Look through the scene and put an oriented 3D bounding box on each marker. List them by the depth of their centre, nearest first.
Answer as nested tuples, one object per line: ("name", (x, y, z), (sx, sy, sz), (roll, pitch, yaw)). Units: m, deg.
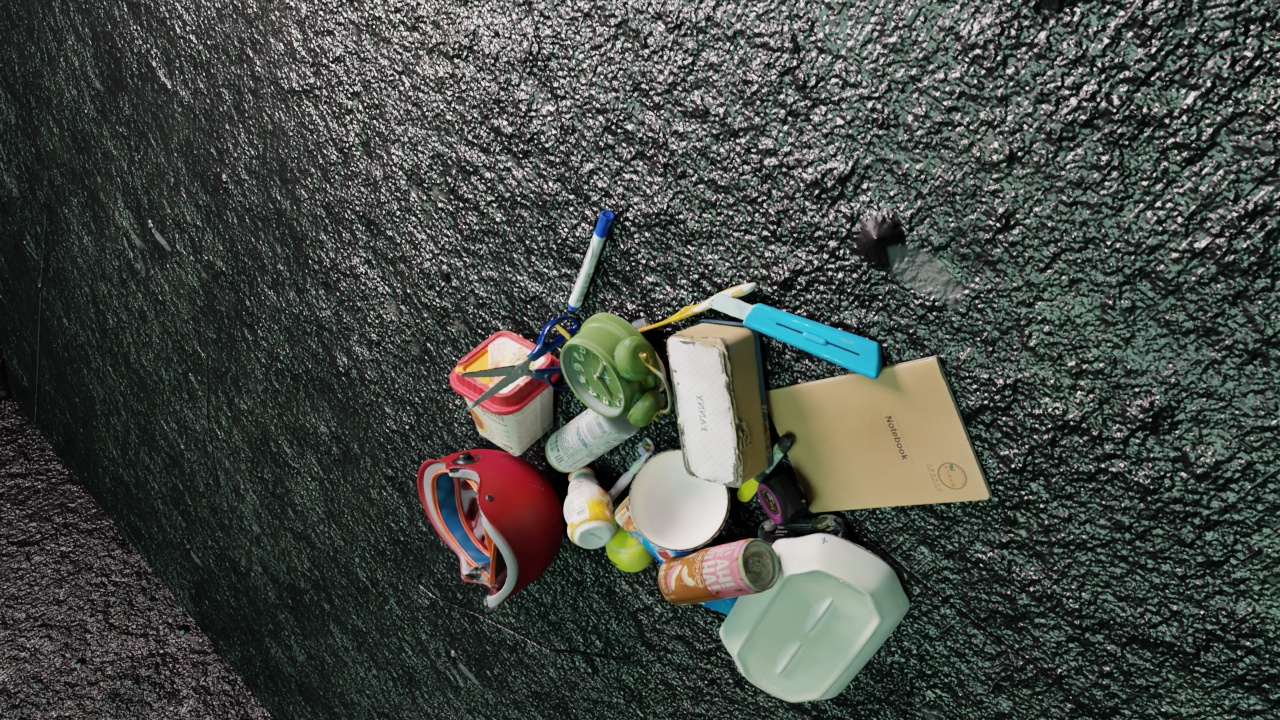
("marker", (0.138, 0.119, 1.011), (0.018, 0.015, 0.124), (46, 139, 17))
("marker", (-0.058, -0.112, 1.055), (0.017, 0.016, 0.146), (41, 135, 17))

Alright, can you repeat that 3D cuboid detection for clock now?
("clock", (-0.025, 0.014, 1.031), (0.161, 0.056, 0.116), (20, 137, 38))

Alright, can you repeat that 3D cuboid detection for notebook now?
("notebook", (0.228, 0.081, 0.917), (0.208, 0.008, 0.148), (-15, 103, 46))

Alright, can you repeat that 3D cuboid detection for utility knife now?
("utility knife", (0.149, -0.030, 0.901), (0.188, 0.018, 0.034), (23, 103, 26))

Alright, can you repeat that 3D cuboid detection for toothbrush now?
("toothbrush", (0.053, -0.057, 0.988), (0.192, 0.016, 0.018), (-20, 91, 47))
("toothbrush", (-0.027, 0.158, 1.184), (0.021, 0.029, 0.190), (19, 138, -15))

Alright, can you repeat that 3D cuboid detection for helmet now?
("helmet", (-0.199, 0.212, 1.285), (0.240, 0.143, 0.207), (30, 132, 44))

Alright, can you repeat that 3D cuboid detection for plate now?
("plate", (0.185, 0.300, 1.023), (0.162, 0.034, 0.266), (28, 127, 5))

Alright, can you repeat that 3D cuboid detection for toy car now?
("toy car", (0.179, 0.193, 1.008), (0.106, 0.031, 0.049), (-10, 108, 37))

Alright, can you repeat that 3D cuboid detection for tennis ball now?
("tennis ball", (-0.012, 0.240, 1.183), (0.065, 0.065, 0.066), (22, 127, 32))

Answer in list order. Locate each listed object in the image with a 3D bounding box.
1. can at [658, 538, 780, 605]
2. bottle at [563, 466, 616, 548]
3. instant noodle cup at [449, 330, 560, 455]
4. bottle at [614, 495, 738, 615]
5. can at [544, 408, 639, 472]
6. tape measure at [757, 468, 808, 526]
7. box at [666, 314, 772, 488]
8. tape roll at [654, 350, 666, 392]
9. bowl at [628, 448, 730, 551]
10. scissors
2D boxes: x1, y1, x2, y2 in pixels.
("can", (0.084, 0.235, 1.014), (0.148, 0.057, 0.058), (-28, 94, 49))
("bottle", (-0.068, 0.186, 1.178), (0.108, 0.063, 0.063), (-108, 24, -48))
("instant noodle cup", (-0.169, 0.047, 1.186), (0.116, 0.116, 0.124), (27, 141, 28))
("bottle", (0.063, 0.245, 1.121), (0.218, 0.065, 0.065), (44, 136, 12))
("can", (-0.061, 0.092, 1.147), (0.058, 0.058, 0.147), (55, 137, 1))
("tape measure", (0.156, 0.147, 0.991), (0.057, 0.039, 0.058), (62, 162, 10))
("box", (0.083, 0.040, 0.975), (0.090, 0.061, 0.184), (13, 116, 44))
("tape roll", (-0.006, 0.006, 1.068), (0.086, 0.013, 0.086), (30, 141, 28))
("bowl", (0.050, 0.165, 1.070), (0.116, 0.116, 0.066), (38, 177, 19))
("scissors", (-0.131, 0.003, 1.098), (0.012, 0.163, 0.161), (28, 95, 50))
